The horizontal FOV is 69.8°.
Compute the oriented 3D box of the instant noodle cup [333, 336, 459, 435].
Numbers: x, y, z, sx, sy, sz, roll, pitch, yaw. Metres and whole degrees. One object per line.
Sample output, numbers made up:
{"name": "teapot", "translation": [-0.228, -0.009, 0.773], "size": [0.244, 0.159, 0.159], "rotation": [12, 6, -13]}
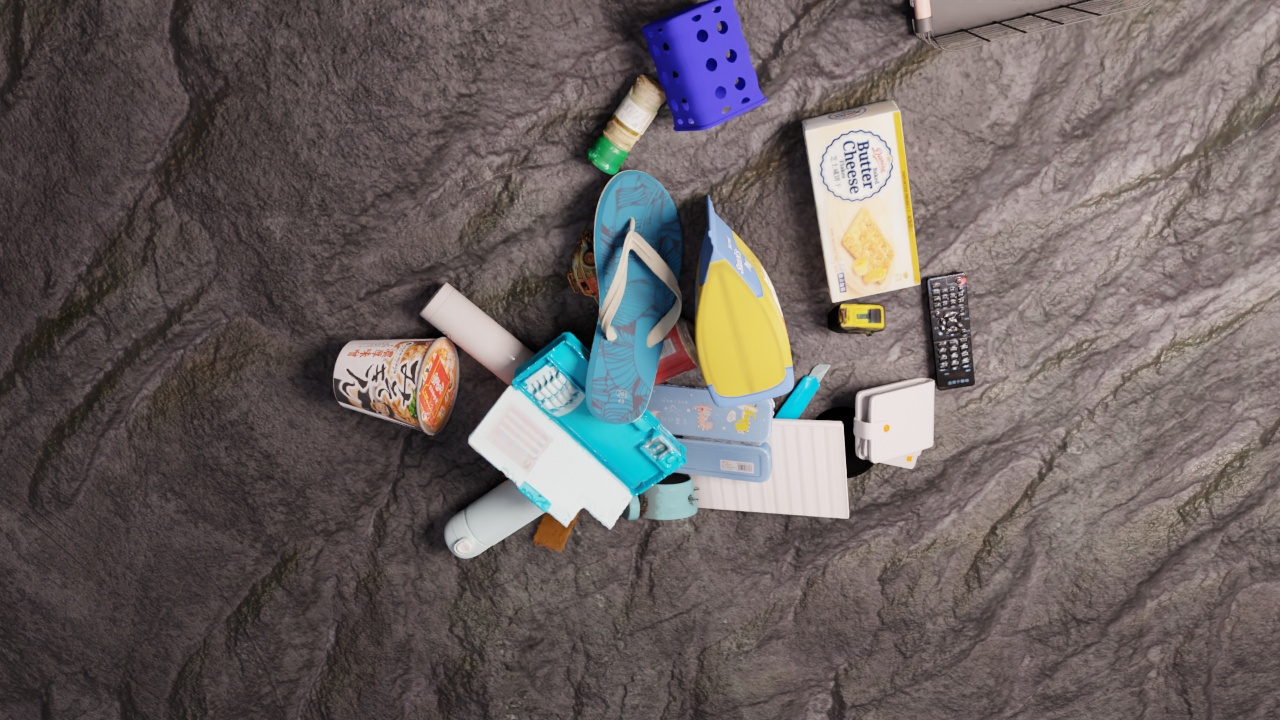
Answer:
{"name": "instant noodle cup", "translation": [-0.309, 0.024, 1.154], "size": [0.122, 0.123, 0.124], "rotation": [7, 116, 11]}

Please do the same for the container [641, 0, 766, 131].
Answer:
{"name": "container", "translation": [0.065, -0.311, 0.964], "size": [0.084, 0.085, 0.114], "rotation": [-29, 113, -18]}

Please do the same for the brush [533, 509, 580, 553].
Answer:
{"name": "brush", "translation": [-0.108, 0.210, 1.277], "size": [0.048, 0.017, 0.127], "rotation": [22, 115, -7]}

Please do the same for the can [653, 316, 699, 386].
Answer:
{"name": "can", "translation": [-0.007, 0.007, 1.143], "size": [0.170, 0.067, 0.067], "rotation": [-25, 112, 15]}

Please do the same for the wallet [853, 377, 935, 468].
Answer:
{"name": "wallet", "translation": [0.317, 0.088, 1.140], "size": [0.118, 0.037, 0.115], "rotation": [-11, 106, -27]}

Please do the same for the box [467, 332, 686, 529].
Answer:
{"name": "box", "translation": [-0.075, 0.098, 1.119], "size": [0.182, 0.071, 0.227], "rotation": [-44, 112, 0]}

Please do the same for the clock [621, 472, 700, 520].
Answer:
{"name": "clock", "translation": [0.016, 0.180, 1.216], "size": [0.124, 0.090, 0.053], "rotation": [0, 97, 3]}

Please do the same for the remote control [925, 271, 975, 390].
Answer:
{"name": "remote control", "translation": [0.378, -0.036, 1.120], "size": [0.047, 0.022, 0.150], "rotation": [-9, 113, 9]}

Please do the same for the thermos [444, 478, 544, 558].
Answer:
{"name": "thermos", "translation": [-0.175, 0.197, 1.245], "size": [0.207, 0.077, 0.065], "rotation": [-34, 109, 16]}

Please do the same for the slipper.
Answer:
{"name": "slipper", "translation": [-0.001, -0.069, 1.054], "size": [0.118, 0.060, 0.295], "rotation": [6, 93, -31]}

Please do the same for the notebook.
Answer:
{"name": "notebook", "translation": [0.161, 0.138, 1.196], "size": [0.210, 0.009, 0.143], "rotation": [1, 117, 21]}

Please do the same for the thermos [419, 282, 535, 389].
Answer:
{"name": "thermos", "translation": [-0.174, -0.008, 1.156], "size": [0.224, 0.052, 0.052], "rotation": [40, 112, -14]}

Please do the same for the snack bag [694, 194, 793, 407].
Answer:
{"name": "snack bag", "translation": [0.104, -0.073, 1.046], "size": [0.102, 0.158, 0.205], "rotation": [-14, 113, 9]}

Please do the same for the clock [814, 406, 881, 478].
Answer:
{"name": "clock", "translation": [0.273, 0.100, 1.181], "size": [0.121, 0.042, 0.091], "rotation": [-19, 113, 13]}

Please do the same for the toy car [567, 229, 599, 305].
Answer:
{"name": "toy car", "translation": [-0.060, -0.100, 1.106], "size": [0.047, 0.047, 0.112], "rotation": [-19, 112, 12]}

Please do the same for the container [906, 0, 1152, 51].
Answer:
{"name": "container", "translation": [0.369, -0.405, 0.880], "size": [0.241, 0.130, 0.163], "rotation": [-11, 114, 9]}

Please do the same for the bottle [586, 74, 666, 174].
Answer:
{"name": "bottle", "translation": [-0.015, -0.263, 1.027], "size": [0.043, 0.043, 0.111], "rotation": [33, 113, -11]}

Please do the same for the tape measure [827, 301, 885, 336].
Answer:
{"name": "tape measure", "translation": [0.260, -0.047, 1.097], "size": [0.062, 0.067, 0.038], "rotation": [0, 85, -5]}

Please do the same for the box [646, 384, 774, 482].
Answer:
{"name": "box", "translation": [0.065, 0.093, 1.177], "size": [0.209, 0.034, 0.128], "rotation": [5, 116, 16]}

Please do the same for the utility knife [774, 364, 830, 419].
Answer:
{"name": "utility knife", "translation": [0.192, 0.073, 1.190], "size": [0.031, 0.015, 0.175], "rotation": [27, 113, -12]}

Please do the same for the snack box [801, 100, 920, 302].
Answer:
{"name": "snack box", "translation": [0.251, -0.178, 1.040], "size": [0.104, 0.057, 0.208], "rotation": [-10, 115, 9]}
